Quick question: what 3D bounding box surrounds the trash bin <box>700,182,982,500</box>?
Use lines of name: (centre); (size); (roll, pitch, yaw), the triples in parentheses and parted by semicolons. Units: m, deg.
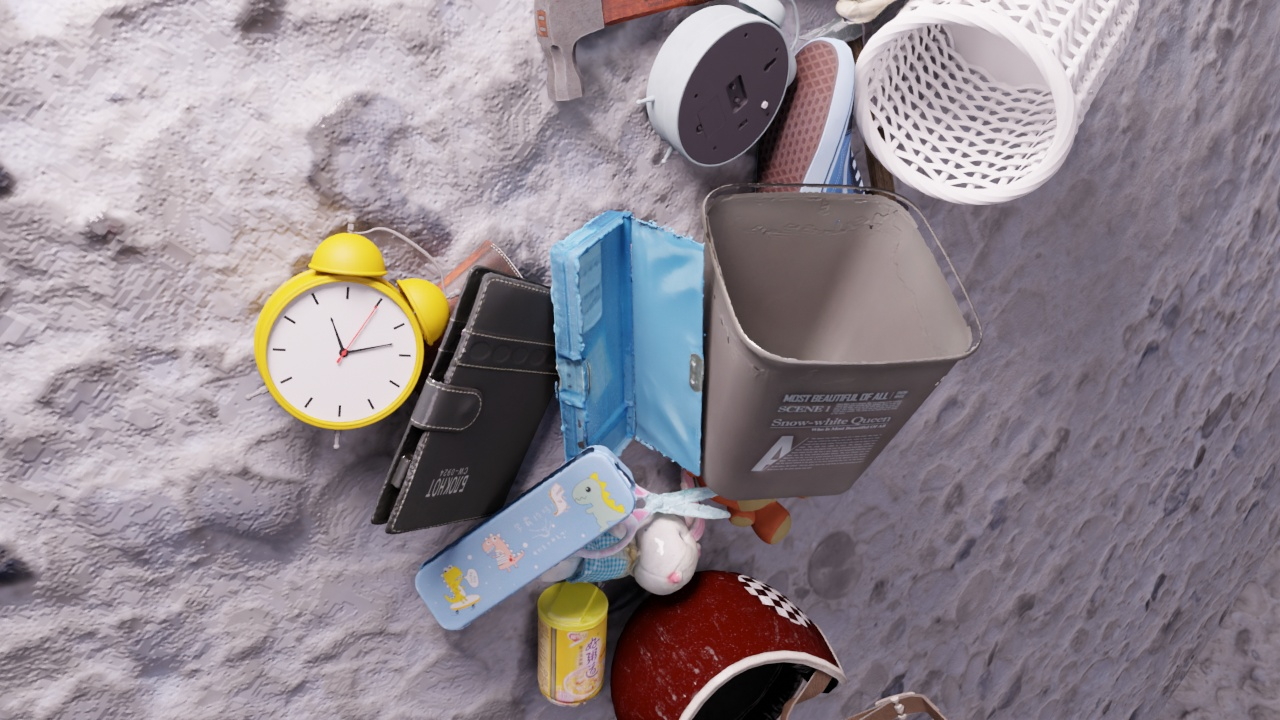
trash bin: (0.135, -0.004, 0.787); (0.197, 0.197, 0.221); (-1, 140, -12)

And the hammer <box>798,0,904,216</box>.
hammer: (0.241, -0.193, 0.913); (0.146, 0.028, 0.317); (-37, 125, -27)

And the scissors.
scissors: (0.007, 0.147, 0.845); (0.179, 0.016, 0.108); (13, 59, -15)

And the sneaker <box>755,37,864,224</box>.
sneaker: (0.166, -0.173, 0.845); (0.098, 0.083, 0.242); (-12, 125, -30)

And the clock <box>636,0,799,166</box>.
clock: (0.072, -0.231, 0.747); (0.159, 0.045, 0.122); (-44, 147, -7)

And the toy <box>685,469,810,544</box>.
toy: (0.108, 0.106, 0.930); (0.176, 0.096, 0.112); (40, 80, -21)

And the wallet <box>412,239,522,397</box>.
wallet: (-0.143, -0.029, 0.721); (0.123, 0.019, 0.072); (-44, 130, -12)

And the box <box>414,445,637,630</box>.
box: (-0.096, 0.154, 0.769); (0.210, 0.064, 0.069); (-36, 123, 9)

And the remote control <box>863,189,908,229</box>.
remote control: (0.233, -0.155, 0.949); (0.124, 0.009, 0.046); (11, 103, -39)

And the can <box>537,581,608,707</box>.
can: (-0.066, 0.274, 0.892); (0.067, 0.068, 0.105); (-13, 119, -32)

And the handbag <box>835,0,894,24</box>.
handbag: (0.187, -0.389, 0.712); (0.229, 0.132, 0.184); (39, 77, -36)

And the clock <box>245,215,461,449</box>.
clock: (-0.203, -0.020, 0.648); (0.113, 0.052, 0.152); (36, 87, -26)

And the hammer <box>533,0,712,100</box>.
hammer: (0.050, -0.300, 0.731); (0.300, 0.028, 0.111); (-24, 125, -26)

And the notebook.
notebook: (-0.121, 0.034, 0.726); (0.169, 0.029, 0.209); (8, 105, -66)

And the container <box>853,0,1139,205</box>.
container: (0.312, -0.268, 0.810); (0.186, 0.190, 0.189); (-52, 134, -28)

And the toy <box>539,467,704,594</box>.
toy: (-0.005, 0.176, 0.868); (0.205, 0.106, 0.131); (0, 108, -39)

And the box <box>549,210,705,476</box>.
box: (-0.002, 0.005, 0.755); (0.094, 0.110, 0.232); (-42, 141, -46)

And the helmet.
helmet: (0.097, 0.327, 0.913); (0.234, 0.253, 0.233); (40, 90, -27)
